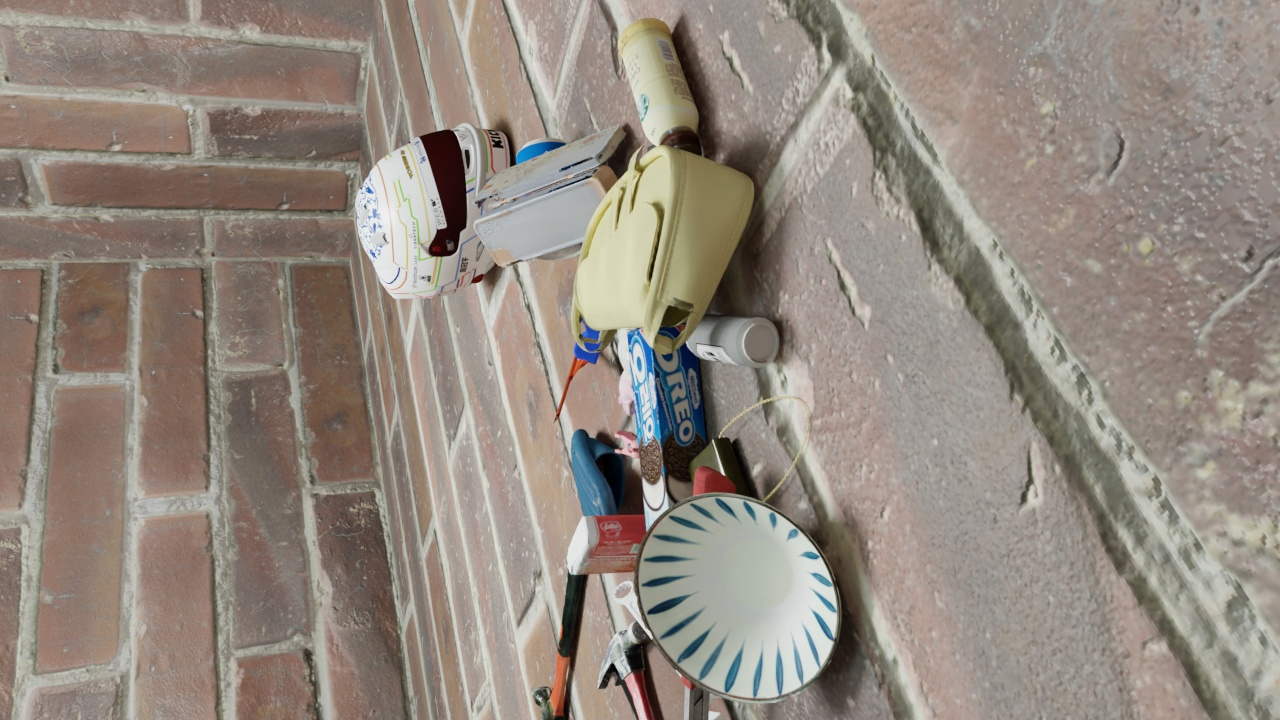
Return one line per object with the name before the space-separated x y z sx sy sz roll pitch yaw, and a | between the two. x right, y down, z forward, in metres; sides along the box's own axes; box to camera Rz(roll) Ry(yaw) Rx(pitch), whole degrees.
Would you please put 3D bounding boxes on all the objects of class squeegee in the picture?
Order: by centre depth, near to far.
squeegee | -0.046 -0.055 1.084 0.249 0.055 0.185 -82 10 -67

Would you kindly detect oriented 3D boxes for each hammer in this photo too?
hammer | 0.053 0.252 0.831 0.036 0.126 0.316 -163 74 -65
hammer | 0.021 0.471 1.039 0.141 0.036 0.325 118 141 -47
hammer | -0.110 0.413 1.335 0.133 0.033 0.334 -132 45 -57

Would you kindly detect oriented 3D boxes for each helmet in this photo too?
helmet | -0.357 -0.251 1.551 0.315 0.235 0.230 109 146 -41

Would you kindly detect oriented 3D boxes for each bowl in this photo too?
bowl | 0.089 0.187 0.766 0.177 0.070 0.177 5 102 27

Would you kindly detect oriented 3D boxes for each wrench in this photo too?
wrench | 0.027 0.309 0.999 0.009 0.047 0.273 54 170 -24

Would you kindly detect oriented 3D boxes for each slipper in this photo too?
slipper | -0.047 0.156 1.125 0.213 0.059 0.104 -122 25 -68

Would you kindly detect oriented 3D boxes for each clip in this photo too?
clip | -0.012 0.095 1.082 0.058 0.022 0.037 17 106 59

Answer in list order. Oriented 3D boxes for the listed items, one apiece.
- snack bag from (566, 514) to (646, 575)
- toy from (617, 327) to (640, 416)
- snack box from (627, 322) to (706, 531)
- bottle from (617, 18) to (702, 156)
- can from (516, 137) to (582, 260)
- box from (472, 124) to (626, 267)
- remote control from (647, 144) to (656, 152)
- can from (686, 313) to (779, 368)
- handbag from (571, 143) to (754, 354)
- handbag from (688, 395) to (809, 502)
snack bag | -0.016 0.198 0.987 0.077 0.115 0.036 112 152 -44
toy | -0.006 0.006 1.025 0.096 0.041 0.109 -141 56 -77
snack box | 0.031 0.076 0.933 0.060 0.059 0.226 -17 76 62
bottle | 0.022 -0.263 0.913 0.057 0.056 0.162 125 136 -55
can | -0.117 -0.212 1.207 0.079 0.078 0.146 148 116 -63
box | -0.101 -0.195 1.114 0.217 0.096 0.105 -12 115 37
remote control | 0.019 -0.169 0.989 0.039 0.010 0.124 -178 85 -66
can | 0.081 -0.019 0.826 0.107 0.044 0.044 -169 77 -66
handbag | 0.002 -0.100 0.879 0.233 0.088 0.190 -1 72 66
handbag | 0.102 0.086 0.827 0.179 0.027 0.084 -53 47 48
